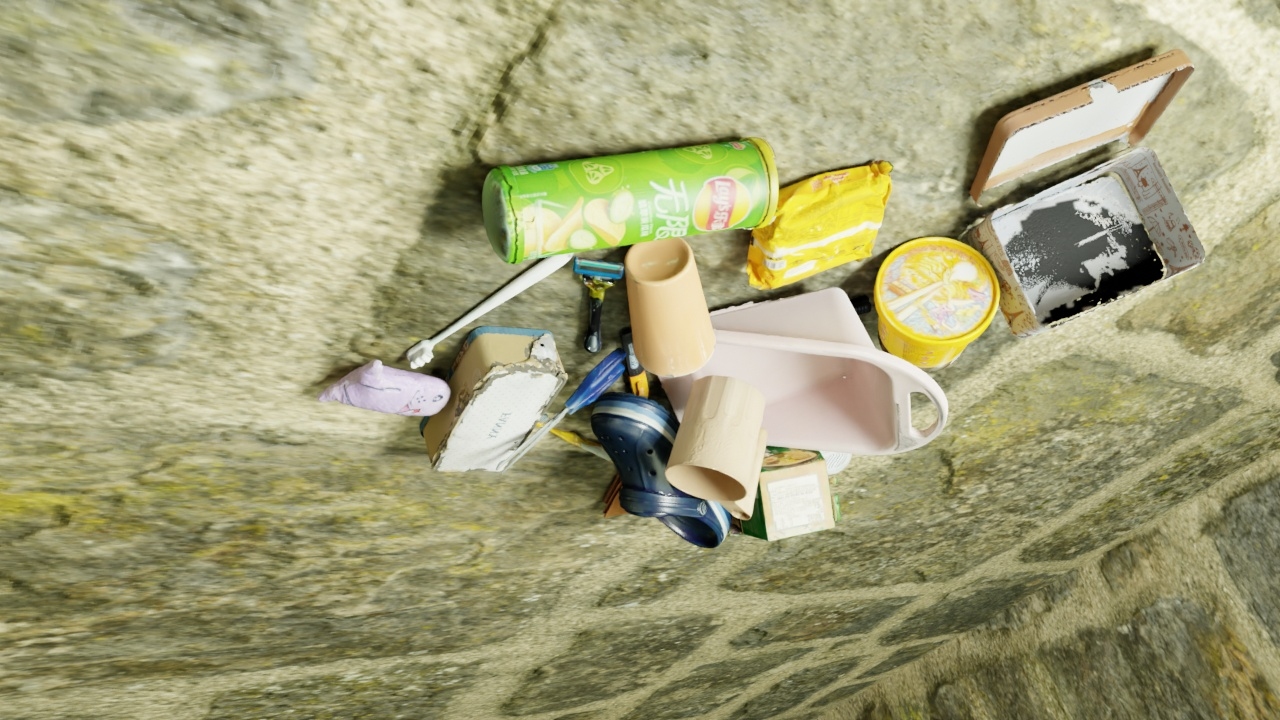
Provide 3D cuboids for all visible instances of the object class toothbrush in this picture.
[{"bbox_3d":[-0.129,-0.044,0.784,0.180,0.016,0.016,-32,148,15],"label":"toothbrush"},{"bbox_3d":[-0.069,0.085,1.019,0.018,0.016,0.191,-40,144,12],"label":"toothbrush"}]

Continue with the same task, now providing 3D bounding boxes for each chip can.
[{"bbox_3d":[-0.007,-0.121,0.690,0.221,0.072,0.073,-11,147,-18],"label":"chip can"}]

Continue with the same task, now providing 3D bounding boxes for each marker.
[{"bbox_3d":[0.185,-0.047,0.974,0.130,0.018,0.023,-13,122,-15],"label":"marker"},{"bbox_3d":[-0.006,0.005,0.937,0.018,0.015,0.124,-23,147,-7],"label":"marker"}]

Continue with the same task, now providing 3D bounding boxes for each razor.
[{"bbox_3d":[-0.040,-0.050,0.826,0.042,0.022,0.143,9,148,0],"label":"razor"}]

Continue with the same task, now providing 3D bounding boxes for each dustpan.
[{"bbox_3d":[0.154,0.040,0.930,0.273,0.138,0.223,-20,144,8],"label":"dustpan"}]

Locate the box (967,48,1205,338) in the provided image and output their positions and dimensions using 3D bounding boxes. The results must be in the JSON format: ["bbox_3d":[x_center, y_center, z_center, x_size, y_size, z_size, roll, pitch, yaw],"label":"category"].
[{"bbox_3d":[0.427,-0.134,0.855,0.180,0.156,0.227,-21,158,-1],"label":"box"}]

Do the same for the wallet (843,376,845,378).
[{"bbox_3d":[0.207,0.018,1.065,0.106,0.037,0.130,-23,148,0],"label":"wallet"}]

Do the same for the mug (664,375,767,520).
[{"bbox_3d":[0.089,0.089,0.936,0.084,0.103,0.124,-7,144,38],"label":"mug"}]

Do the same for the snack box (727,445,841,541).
[{"bbox_3d":[0.158,0.146,1.036,0.117,0.118,0.105,-10,-174,-8],"label":"snack box"}]

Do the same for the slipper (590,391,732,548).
[{"bbox_3d":[0.013,0.134,0.996,0.105,0.095,0.253,1,140,38],"label":"slipper"}]

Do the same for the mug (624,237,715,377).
[{"bbox_3d":[0.024,-0.052,0.818,0.078,0.078,0.123,-19,143,-5],"label":"mug"}]

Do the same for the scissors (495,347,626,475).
[{"bbox_3d":[-0.073,0.052,0.900,0.171,0.012,0.140,-48,169,16],"label":"scissors"}]

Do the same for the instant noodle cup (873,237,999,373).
[{"bbox_3d":[0.300,-0.049,0.953,0.118,0.118,0.114,-22,156,-1],"label":"instant noodle cup"}]

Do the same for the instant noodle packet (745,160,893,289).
[{"bbox_3d":[0.156,-0.121,0.819,0.128,0.044,0.111,-17,142,-15],"label":"instant noodle packet"}]

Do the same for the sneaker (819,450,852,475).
[{"bbox_3d":[0.132,0.116,1.135,0.242,0.089,0.091,-4,175,-9],"label":"sneaker"}]

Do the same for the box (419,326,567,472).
[{"bbox_3d":[-0.145,0.045,0.873,0.089,0.059,0.185,5,141,-35],"label":"box"}]

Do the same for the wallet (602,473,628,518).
[{"bbox_3d":[0.024,0.160,1.175,0.131,0.031,0.108,-2,141,-28],"label":"wallet"}]

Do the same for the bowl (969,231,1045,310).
[{"bbox_3d":[0.403,-0.090,0.997,0.118,0.064,0.118,-16,147,-11],"label":"bowl"}]

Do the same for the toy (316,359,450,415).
[{"bbox_3d":[-0.216,0.026,0.811,0.084,0.039,0.108,-25,151,34],"label":"toy"}]
